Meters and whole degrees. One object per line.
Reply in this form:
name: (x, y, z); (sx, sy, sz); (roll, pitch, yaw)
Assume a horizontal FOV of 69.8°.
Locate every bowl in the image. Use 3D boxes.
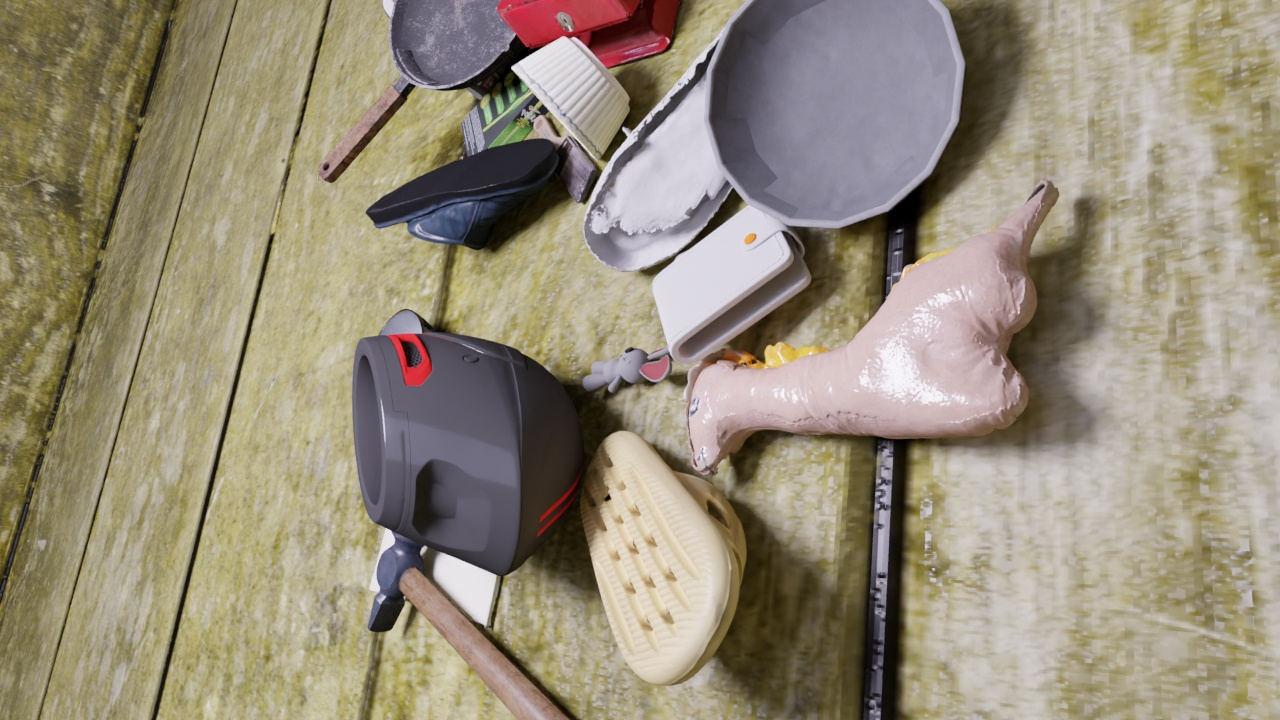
bowl: (-0.248, 0.005, 0.995); (0.115, 0.045, 0.114); (-21, 60, 41)
bowl: (-0.058, -0.250, 0.855); (0.062, 0.115, 0.115); (-43, 46, 6)

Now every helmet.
helmet: (-0.135, 0.067, 0.754); (0.264, 0.169, 0.164); (-129, 44, -54)

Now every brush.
brush: (-0.079, -0.209, 0.928); (0.039, 0.012, 0.151); (-53, 43, 19)

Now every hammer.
hammer: (-0.145, 0.243, 0.784); (0.322, 0.040, 0.129); (25, 97, 46)

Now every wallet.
wallet: (0.062, -0.068, 0.683); (0.119, 0.037, 0.115); (-36, 36, 18)

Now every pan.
pan: (0.093, -0.259, 0.637); (0.179, 0.041, 0.357); (-30, 82, 29)
pan: (-0.238, -0.326, 1.009); (0.357, 0.040, 0.207); (-47, 60, 13)

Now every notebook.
notebook: (-0.193, 0.165, 0.897); (0.209, 0.012, 0.153); (-3, 72, 46)

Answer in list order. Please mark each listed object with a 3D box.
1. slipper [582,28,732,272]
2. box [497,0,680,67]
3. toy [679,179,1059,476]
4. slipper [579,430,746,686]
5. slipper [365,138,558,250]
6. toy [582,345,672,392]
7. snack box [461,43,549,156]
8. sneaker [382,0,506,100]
slipper: (0.040, -0.174, 0.741); (0.112, 0.074, 0.247); (46, 114, 14)
box: (-0.044, -0.366, 0.882); (0.158, 0.112, 0.134); (2, 71, 47)
toy: (0.133, -0.010, 0.593); (0.265, 0.065, 0.195); (-3, 61, 54)
slipper: (0.021, 0.132, 0.638); (0.111, 0.079, 0.261); (-64, 23, 10)
slipper: (-0.178, -0.163, 0.973); (0.266, 0.083, 0.108); (-7, 33, 38)
toy: (-0.004, 0.004, 0.746); (0.112, 0.030, 0.049); (-16, 35, 45)
snack box: (-0.140, -0.281, 1.011); (0.148, 0.025, 0.080); (-40, 49, 29)
sneaker: (-0.219, -0.420, 1.104); (0.129, 0.096, 0.263); (-50, 52, 9)
